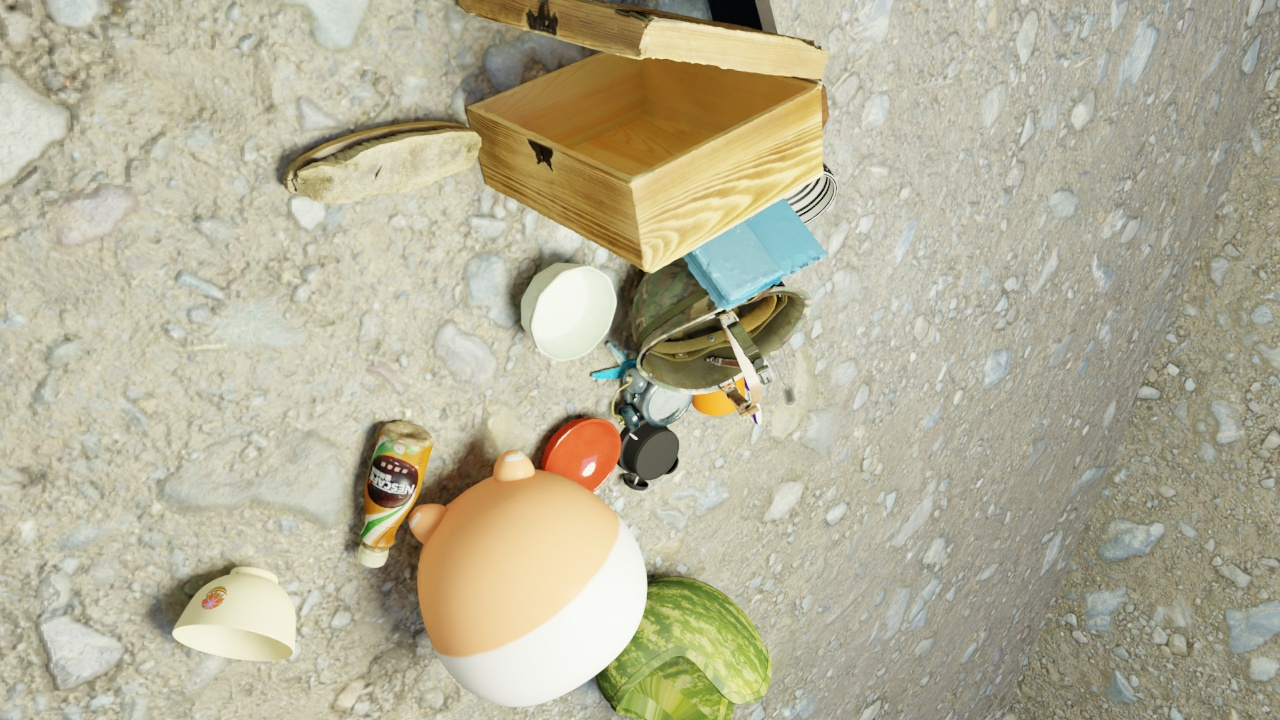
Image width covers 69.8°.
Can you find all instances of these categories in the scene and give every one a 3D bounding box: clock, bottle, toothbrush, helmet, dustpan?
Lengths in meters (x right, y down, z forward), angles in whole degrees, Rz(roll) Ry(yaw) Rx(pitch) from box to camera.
[{"bbox_3d":[0.013,0.134,1.291,0.091,0.042,0.121,-27,130,-29],"label":"clock"},{"bbox_3d":[-0.280,0.152,1.022,0.059,0.059,0.167,5,111,-44],"label":"bottle"},{"bbox_3d":[0.165,0.036,1.393,0.015,0.016,0.187,-38,134,-19],"label":"toothbrush"},{"bbox_3d":[0.103,-0.034,1.121,0.224,0.235,0.193,-9,150,2],"label":"helmet"},{"bbox_3d":[0.013,0.044,1.219,0.129,0.052,0.090,-10,123,-31],"label":"clock"},{"bbox_3d":[0.056,0.439,1.371,0.242,0.247,0.214,-67,-178,-54],"label":"helmet"},{"bbox_3d":[0.147,-0.322,1.027,0.080,0.273,0.236,-16,95,-10],"label":"dustpan"}]

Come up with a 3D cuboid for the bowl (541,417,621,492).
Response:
[{"bbox_3d":[-0.084,0.124,1.202,0.121,0.035,0.122,-22,127,-32],"label":"bowl"}]

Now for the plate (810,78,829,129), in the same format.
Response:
[{"bbox_3d":[0.205,-0.322,1.207,0.131,0.025,0.131,-22,127,-32],"label":"plate"}]

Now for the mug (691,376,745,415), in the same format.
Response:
[{"bbox_3d":[0.112,0.006,1.290,0.112,0.078,0.096,-53,144,-42],"label":"mug"}]

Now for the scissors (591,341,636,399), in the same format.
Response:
[{"bbox_3d":[-0.007,0.005,1.221,0.127,0.012,0.137,-47,135,-10],"label":"scissors"}]

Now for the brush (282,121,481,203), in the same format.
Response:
[{"bbox_3d":[-0.238,-0.188,0.868,0.195,0.043,0.059,-22,127,-31],"label":"brush"}]

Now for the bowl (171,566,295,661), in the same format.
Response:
[{"bbox_3d":[-0.409,0.256,0.948,0.118,0.118,0.073,50,36,-46],"label":"bowl"}]

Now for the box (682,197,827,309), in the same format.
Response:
[{"bbox_3d":[0.095,-0.183,1.062,0.174,0.231,0.034,-28,166,-30],"label":"box"}]

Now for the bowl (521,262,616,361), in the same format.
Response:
[{"bbox_3d":[-0.092,-0.063,1.064,0.117,0.061,0.118,-22,127,-33],"label":"bowl"}]

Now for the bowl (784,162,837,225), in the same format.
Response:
[{"bbox_3d":[0.191,-0.231,1.210,0.120,0.066,0.120,-15,151,-8],"label":"bowl"}]

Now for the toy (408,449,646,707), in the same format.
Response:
[{"bbox_3d":[-0.135,0.253,1.082,0.262,0.266,0.281,-32,105,-4],"label":"toy"}]

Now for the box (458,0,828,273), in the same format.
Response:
[{"bbox_3d":[0.006,-0.267,0.873,0.258,0.279,0.221,-30,130,-27],"label":"box"}]
